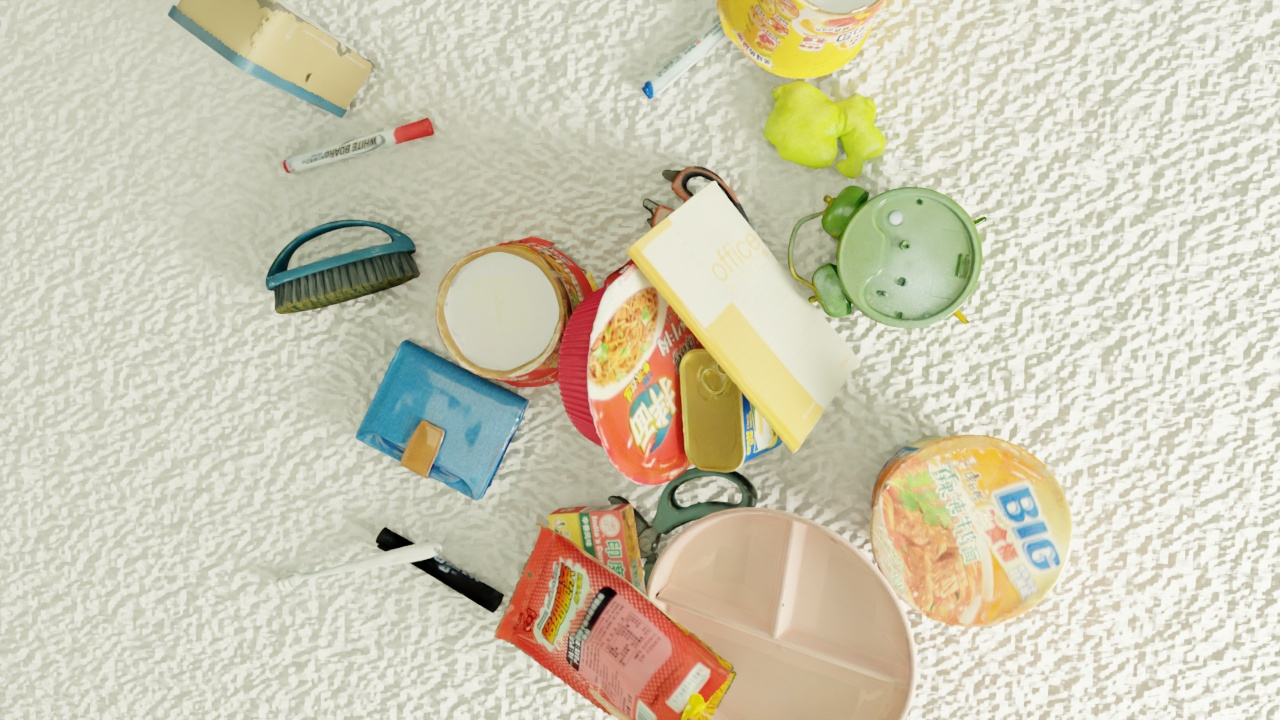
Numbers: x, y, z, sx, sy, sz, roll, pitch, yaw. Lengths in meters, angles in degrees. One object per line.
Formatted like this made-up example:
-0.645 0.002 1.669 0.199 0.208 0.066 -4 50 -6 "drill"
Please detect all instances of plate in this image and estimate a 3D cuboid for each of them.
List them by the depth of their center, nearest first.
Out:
0.111 0.226 0.754 0.230 0.028 0.230 7 105 25 "plate"

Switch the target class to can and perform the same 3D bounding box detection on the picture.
0.080 0.036 0.779 0.057 0.083 0.102 0 97 35 "can"

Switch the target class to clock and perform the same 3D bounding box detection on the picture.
0.207 -0.088 0.780 0.161 0.056 0.116 9 93 6 "clock"

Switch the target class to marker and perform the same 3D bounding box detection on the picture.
0.061 -0.283 0.808 0.146 0.017 0.017 -39 88 7 "marker"
-0.262 -0.198 0.851 0.145 0.017 0.017 -13 91 7 "marker"
-0.189 0.197 0.860 0.132 0.020 0.022 28 112 5 "marker"

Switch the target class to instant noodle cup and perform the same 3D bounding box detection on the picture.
0.142 -0.310 0.737 0.138 0.110 0.138 0 91 -5 "instant noodle cup"
0.259 0.129 0.756 0.151 0.111 0.151 0 93 7 "instant noodle cup"
-0.005 0.004 0.766 0.066 0.193 0.194 5 94 36 "instant noodle cup"
-0.110 -0.039 0.794 0.138 0.108 0.138 0 93 7 "instant noodle cup"

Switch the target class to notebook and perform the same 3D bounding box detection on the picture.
0.091 -0.042 0.755 0.206 0.145 0.010 50 135 -4 "notebook"

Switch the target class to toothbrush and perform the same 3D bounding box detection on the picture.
-0.266 0.193 0.858 0.180 0.016 0.016 -15 99 15 "toothbrush"

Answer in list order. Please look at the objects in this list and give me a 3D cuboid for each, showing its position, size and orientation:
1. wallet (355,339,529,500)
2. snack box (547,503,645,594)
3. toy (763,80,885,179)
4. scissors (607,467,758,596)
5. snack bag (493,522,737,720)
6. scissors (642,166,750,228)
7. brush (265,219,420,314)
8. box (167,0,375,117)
-0.183 0.055 0.845 0.133 0.040 0.106 26 91 6 "wallet"
-0.034 0.210 0.828 0.077 0.027 0.156 -8 92 26 "snack box"
0.157 -0.199 0.793 0.100 0.031 0.096 -16 88 4 "toy"
0.047 0.176 0.809 0.175 0.019 0.170 -32 84 24 "scissors"
-0.027 0.240 0.780 0.208 0.073 0.129 30 111 24 "snack bag"
0.083 -0.069 0.817 0.182 0.015 0.209 -2 92 6 "scissors"
-0.275 -0.090 0.838 0.144 0.055 0.073 -15 91 8 "brush"
-0.305 -0.268 0.769 0.090 0.184 0.063 36 99 9 "box"
